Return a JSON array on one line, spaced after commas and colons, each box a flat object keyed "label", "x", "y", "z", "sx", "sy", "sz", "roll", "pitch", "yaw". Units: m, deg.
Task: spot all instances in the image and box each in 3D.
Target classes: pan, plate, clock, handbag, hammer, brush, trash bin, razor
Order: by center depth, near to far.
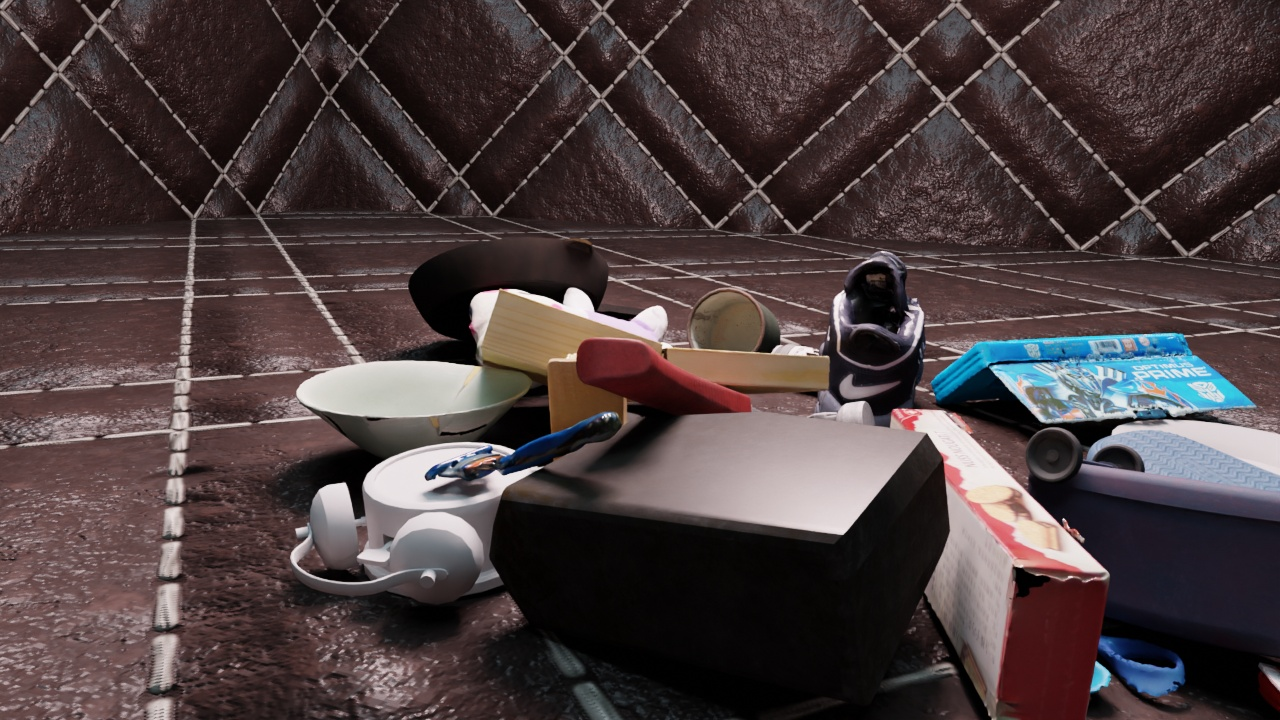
[{"label": "trash bin", "x": 0.286, "y": 0.092, "z": 0.457, "sx": 0.093, "sy": 0.092, "sz": 0.161, "roll": 12, "pitch": -5, "yaw": -42}, {"label": "razor", "x": -0.060, "y": 0.048, "z": 0.478, "sx": 0.141, "sy": 0.018, "sz": 0.043, "roll": -19, "pitch": 0, "yaw": 45}, {"label": "handbag", "x": 0.059, "y": 0.084, "z": 0.490, "sx": 0.198, "sy": 0.102, "sz": 0.198, "roll": 1, "pitch": 19, "yaw": 36}, {"label": "clock", "x": -0.122, "y": 0.097, "z": 0.525, "sx": 0.120, "sy": 0.061, "sz": 0.158, "roll": 9, "pitch": 20, "yaw": 31}, {"label": "hammer", "x": 0.050, "y": 0.031, "z": 0.605, "sx": 0.126, "sy": 0.036, "sz": 0.315, "roll": -11, "pitch": -17, "yaw": 28}, {"label": "brush", "x": -0.033, "y": 0.045, "z": 0.612, "sx": 0.049, "sy": 0.117, "sz": 0.039, "roll": 1, "pitch": 33, "yaw": 4}, {"label": "plate", "x": 0.470, "y": 0.081, "z": 0.730, "sx": 0.173, "sy": 0.019, "sz": 0.172, "roll": 1, "pitch": 13, "yaw": -1}, {"label": "pan", "x": -0.103, "y": -0.062, "z": 1.095, "sx": 0.249, "sy": 0.043, "sz": 0.355, "roll": -23, "pitch": -22, "yaw": 38}]

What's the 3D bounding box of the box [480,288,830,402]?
[{"label": "box", "x": -0.005, "y": 0.002, "z": 0.763, "sx": 0.257, "sy": 0.076, "sz": 0.247, "roll": 5, "pitch": -3, "yaw": -8}]

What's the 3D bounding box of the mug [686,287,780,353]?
[{"label": "mug", "x": 0.091, "y": -0.021, "z": 0.985, "sx": 0.111, "sy": 0.085, "sz": 0.081, "roll": -35, "pitch": -18, "yaw": 15}]

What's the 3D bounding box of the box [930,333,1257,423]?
[{"label": "box", "x": 0.427, "y": 0.010, "z": 0.876, "sx": 0.243, "sy": 0.075, "sz": 0.167, "roll": -3, "pitch": 6, "yaw": -17}]

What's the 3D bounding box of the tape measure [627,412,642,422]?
[{"label": "tape measure", "x": -0.032, "y": 0.056, "z": 0.776, "sx": 0.060, "sy": 0.020, "sz": 0.062, "roll": 7, "pitch": 14, "yaw": 21}]

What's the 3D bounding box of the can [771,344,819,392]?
[{"label": "can", "x": 0.186, "y": 0.011, "z": 0.941, "sx": 0.107, "sy": 0.044, "sz": 0.043, "roll": 13, "pitch": 17, "yaw": 39}]

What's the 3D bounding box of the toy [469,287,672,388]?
[{"label": "toy", "x": -0.074, "y": -0.020, "z": 0.946, "sx": 0.209, "sy": 0.086, "sz": 0.137, "roll": 6, "pitch": 31, "yaw": -9}]

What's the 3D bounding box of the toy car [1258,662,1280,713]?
[{"label": "toy car", "x": 0.319, "y": 0.154, "z": 0.393, "sx": 0.089, "sy": 0.025, "sz": 0.038, "roll": 4, "pitch": 14, "yaw": 9}]

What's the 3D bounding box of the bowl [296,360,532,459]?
[{"label": "bowl", "x": -0.166, "y": 0.048, "z": 0.693, "sx": 0.174, "sy": 0.068, "sz": 0.174, "roll": 1, "pitch": 11, "yaw": 0}]

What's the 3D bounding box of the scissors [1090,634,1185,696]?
[{"label": "scissors", "x": 0.221, "y": 0.140, "z": 0.480, "sx": 0.073, "sy": 0.016, "sz": 0.134, "roll": -4, "pitch": 8, "yaw": -3}]

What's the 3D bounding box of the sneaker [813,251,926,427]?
[{"label": "sneaker", "x": 0.208, "y": -0.034, "z": 0.810, "sx": 0.097, "sy": 0.151, "sz": 0.251, "roll": 10, "pitch": 30, "yaw": 15}]

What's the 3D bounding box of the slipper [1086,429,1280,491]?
[{"label": "slipper", "x": 0.354, "y": 0.107, "z": 0.533, "sx": 0.103, "sy": 0.059, "sz": 0.214, "roll": -15, "pitch": 30, "yaw": -22}]

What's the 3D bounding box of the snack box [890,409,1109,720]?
[{"label": "snack box", "x": 0.180, "y": 0.093, "z": 0.505, "sx": 0.044, "sy": 0.077, "sz": 0.272, "roll": 5, "pitch": 11, "yaw": 4}]
